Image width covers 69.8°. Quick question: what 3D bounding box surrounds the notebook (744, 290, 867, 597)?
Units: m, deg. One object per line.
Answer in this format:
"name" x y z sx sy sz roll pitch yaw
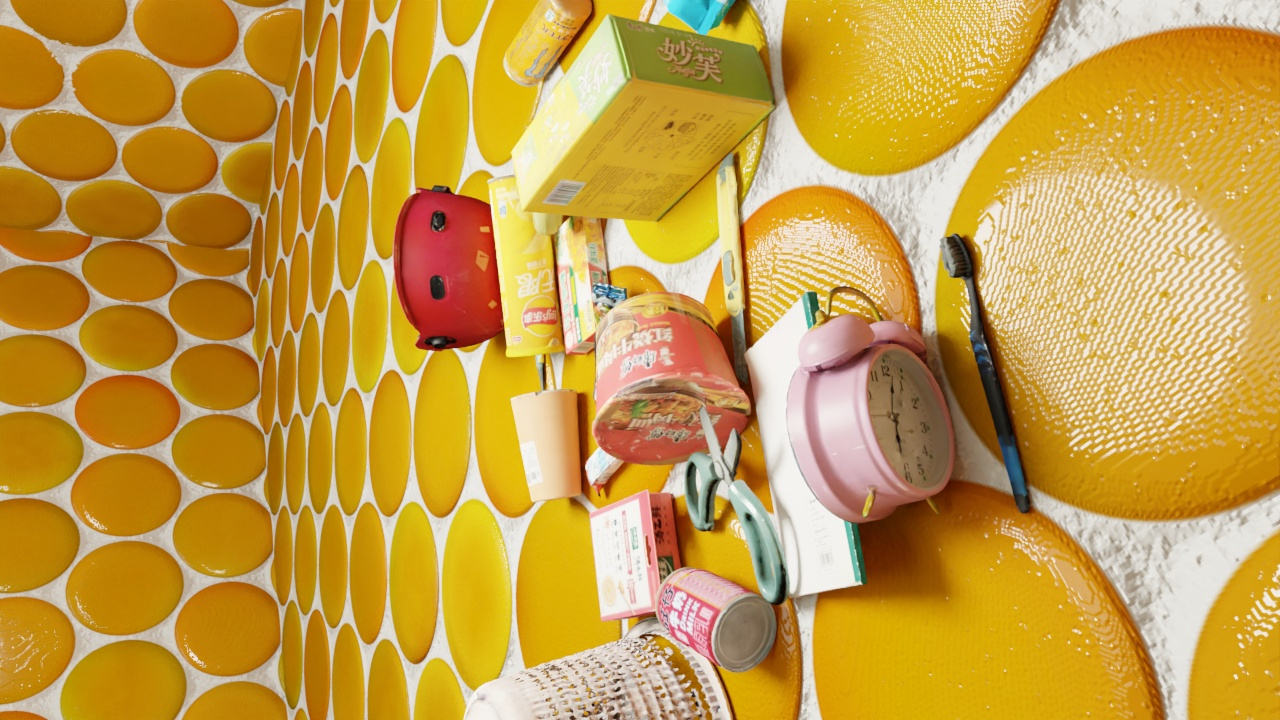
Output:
"notebook" 0.122 0.070 0.700 0.151 0.012 0.209 121 144 -70

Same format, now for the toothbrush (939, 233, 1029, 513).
"toothbrush" 0.221 0.005 0.590 0.014 0.016 0.189 142 124 -60

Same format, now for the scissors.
"scissors" 0.072 0.126 0.781 0.179 0.019 0.170 133 117 -70

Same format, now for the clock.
"clock" 0.152 0.026 0.609 0.060 0.117 0.158 -25 68 44

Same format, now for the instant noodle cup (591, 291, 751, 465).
"instant noodle cup" 0.021 0.014 0.817 0.138 0.137 0.108 -53 36 43

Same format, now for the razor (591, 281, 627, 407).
"razor" -0.041 -0.012 0.985 0.043 0.022 0.143 17 114 30

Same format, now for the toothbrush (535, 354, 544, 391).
"toothbrush" -0.132 -0.012 1.167 0.012 0.017 0.185 61 -155 -78

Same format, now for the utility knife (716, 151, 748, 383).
"utility knife" 0.085 -0.083 0.825 0.031 0.022 0.213 -24 72 62

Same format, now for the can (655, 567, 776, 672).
"can" 0.062 0.218 0.783 0.094 0.066 0.066 10 96 58

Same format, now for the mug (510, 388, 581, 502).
"mug" -0.105 0.100 1.063 0.078 0.078 0.122 -22 73 56

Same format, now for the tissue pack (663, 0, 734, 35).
"tissue pack" 0.055 -0.378 0.846 0.090 0.063 0.140 -52 47 41

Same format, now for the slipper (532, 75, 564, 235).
"slipper" -0.075 -0.227 1.039 0.092 0.081 0.190 110 170 -74

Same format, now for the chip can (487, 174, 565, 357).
"chip can" -0.137 -0.112 1.098 0.072 0.072 0.213 0 97 59

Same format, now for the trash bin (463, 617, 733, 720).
"trash bin" -0.051 0.361 0.841 0.228 0.191 0.227 -7 81 59

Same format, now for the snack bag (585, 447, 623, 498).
"snack bag" -0.034 0.105 0.988 0.104 0.026 0.048 -54 50 41

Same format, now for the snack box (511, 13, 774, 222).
"snack box" -0.005 -0.209 0.840 0.211 0.157 0.070 -38 60 51

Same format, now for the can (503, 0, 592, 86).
"can" -0.117 -0.403 1.134 0.146 0.058 0.058 -34 59 53

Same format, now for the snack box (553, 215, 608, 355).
"snack box" -0.066 -0.092 1.055 0.077 0.027 0.155 -34 59 54

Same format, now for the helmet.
"helmet" -0.220 -0.117 1.166 0.240 0.144 0.207 106 163 -86

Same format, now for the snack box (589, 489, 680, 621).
"snack box" 0.001 0.193 0.907 0.127 0.044 0.113 -33 59 54
